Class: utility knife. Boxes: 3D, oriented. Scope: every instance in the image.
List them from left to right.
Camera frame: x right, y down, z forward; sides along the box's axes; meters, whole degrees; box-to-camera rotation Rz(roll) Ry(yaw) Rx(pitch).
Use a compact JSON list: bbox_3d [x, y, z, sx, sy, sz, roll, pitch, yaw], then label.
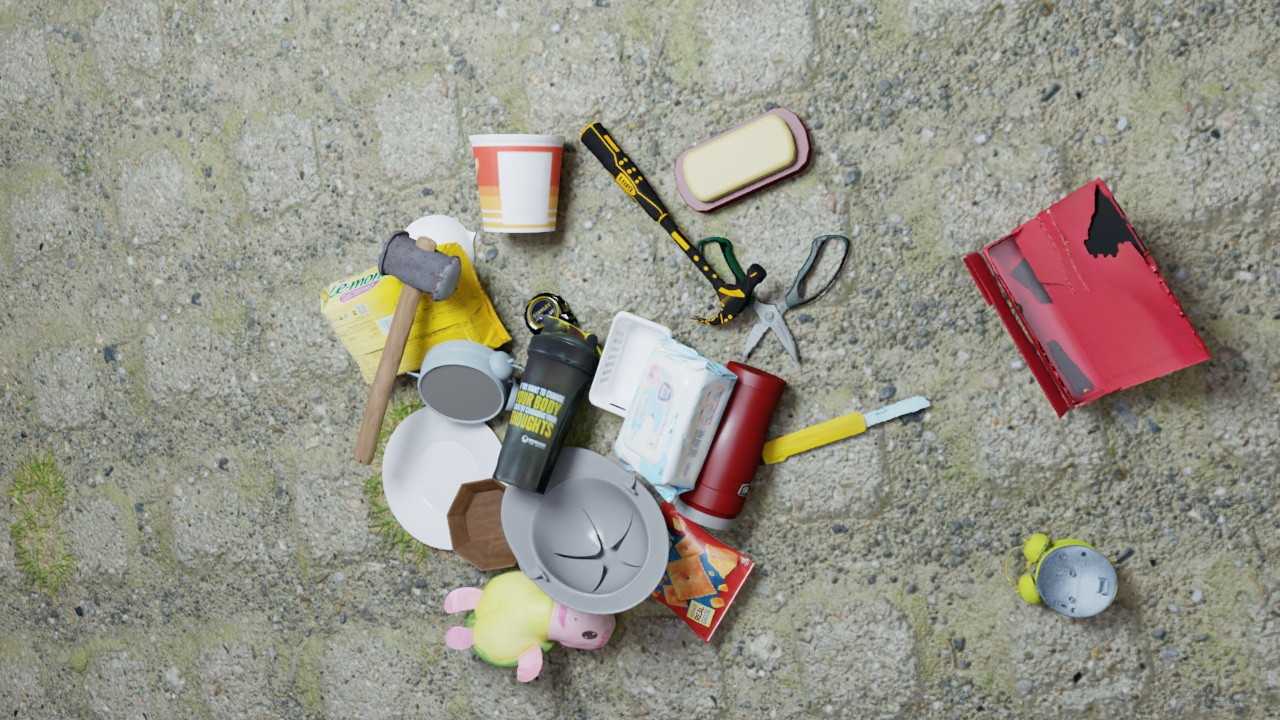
[{"bbox_3d":[0.245,0.086,1.132,0.225,0.019,0.030,-21,92,24],"label":"utility knife"}]

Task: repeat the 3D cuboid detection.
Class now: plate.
[{"bbox_3d":[-0.278,0.168,1.319,0.209,0.015,0.208,1,94,19],"label":"plate"},{"bbox_3d":[-0.206,0.225,1.271,0.131,0.025,0.131,0,90,20],"label":"plate"}]

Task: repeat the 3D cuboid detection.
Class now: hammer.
[{"bbox_3d":[-0.324,-0.008,1.197,0.098,0.052,0.329,26,109,10],"label":"hammer"},{"bbox_3d":[0.026,-0.181,1.174,0.320,0.036,0.124,51,131,13],"label":"hammer"}]

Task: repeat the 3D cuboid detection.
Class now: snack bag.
[{"bbox_3d":[-0.314,-0.058,1.260,0.248,0.068,0.160,-16,114,20],"label":"snack bag"},{"bbox_3d":[0.060,0.274,1.196,0.144,0.039,0.131,33,104,20],"label":"snack bag"}]

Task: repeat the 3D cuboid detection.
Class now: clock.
[{"bbox_3d":[-0.226,0.030,1.243,0.159,0.045,0.123,-2,134,9],"label":"clock"},{"bbox_3d":[0.477,0.242,1.041,0.119,0.057,0.083,7,97,18],"label":"clock"}]

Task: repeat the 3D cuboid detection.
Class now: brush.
[{"bbox_3d":[0.124,-0.248,1.139,0.174,0.041,0.082,-22,86,19],"label":"brush"}]

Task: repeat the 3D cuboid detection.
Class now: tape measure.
[{"bbox_3d":[-0.125,-0.061,1.242,0.062,0.034,0.061,-32,86,17],"label":"tape measure"}]

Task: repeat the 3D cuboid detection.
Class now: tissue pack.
[{"bbox_3d":[0.037,0.071,1.120,0.112,0.070,0.182,29,101,47],"label":"tissue pack"}]

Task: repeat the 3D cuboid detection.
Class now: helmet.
[{"bbox_3d":[-0.059,0.237,1.199,0.183,0.118,0.271,-43,51,-11],"label":"helmet"}]

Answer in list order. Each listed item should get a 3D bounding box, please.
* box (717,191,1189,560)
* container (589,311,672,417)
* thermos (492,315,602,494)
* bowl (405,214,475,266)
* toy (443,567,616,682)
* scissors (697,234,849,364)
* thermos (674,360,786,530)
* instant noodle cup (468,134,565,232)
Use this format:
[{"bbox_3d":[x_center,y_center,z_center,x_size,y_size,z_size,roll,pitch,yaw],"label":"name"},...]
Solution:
[{"bbox_3d":[0.342,0.007,0.985,0.477,0.171,0.214,-25,83,-19],"label":"box"},{"bbox_3d":[-0.007,0.007,1.197,0.081,0.049,0.129,22,100,17],"label":"container"},{"bbox_3d":[-0.122,0.060,1.193,0.098,0.098,0.220,15,81,17],"label":"thermos"},{"bbox_3d":[-0.296,-0.149,1.286,0.115,0.050,0.114,1,94,19],"label":"bowl"},{"bbox_3d":[-0.153,0.346,1.245,0.238,0.088,0.189,-6,53,9],"label":"toy"},{"bbox_3d":[0.175,-0.100,1.147,0.205,0.015,0.201,-33,82,16],"label":"scissors"},{"bbox_3d":[0.101,0.102,1.148,0.108,0.084,0.199,22,98,15],"label":"thermos"},{"bbox_3d":[-0.160,-0.232,1.204,0.123,0.123,0.121,4,102,19],"label":"instant noodle cup"}]
